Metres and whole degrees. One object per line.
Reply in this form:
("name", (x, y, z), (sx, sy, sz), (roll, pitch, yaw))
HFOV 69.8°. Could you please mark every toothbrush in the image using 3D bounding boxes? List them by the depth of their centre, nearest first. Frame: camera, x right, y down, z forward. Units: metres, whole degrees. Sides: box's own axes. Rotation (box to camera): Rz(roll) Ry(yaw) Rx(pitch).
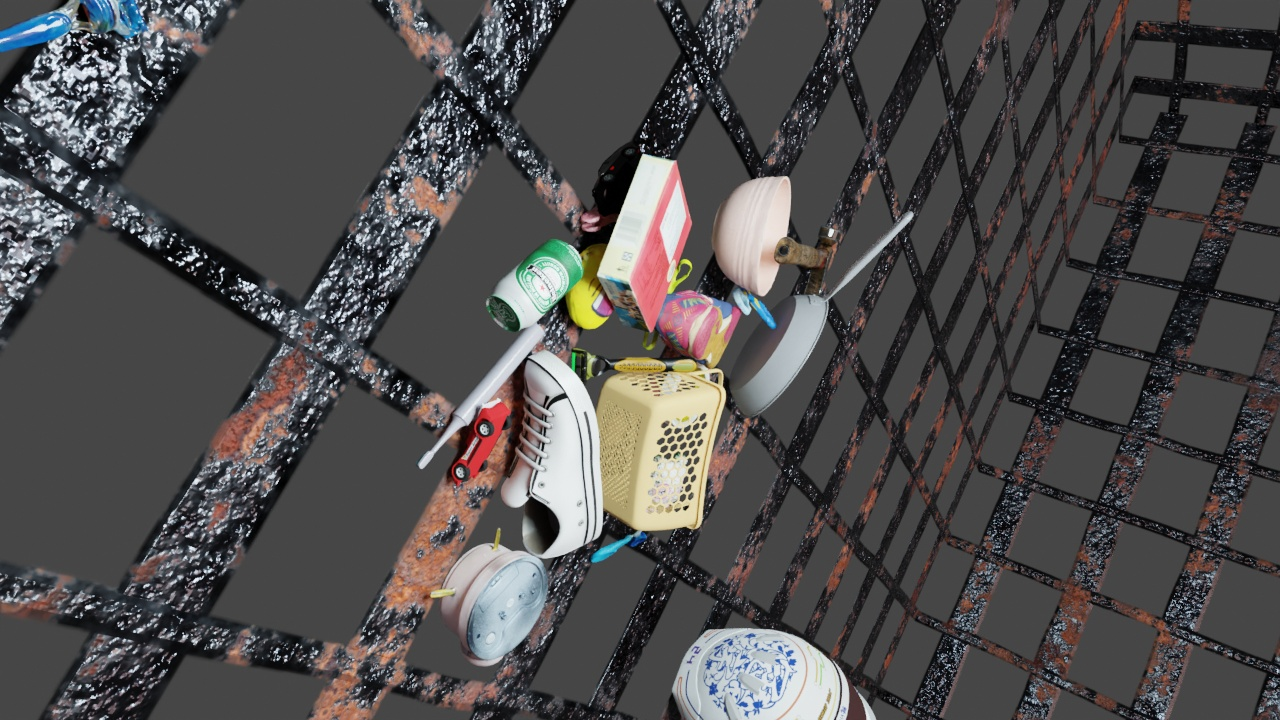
("toothbrush", (-0.158, 0.034, 0.906), (0.187, 0.019, 0.018), (-53, 130, -25))

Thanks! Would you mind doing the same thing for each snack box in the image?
("snack box", (0.008, -0.121, 0.982), (0.145, 0.040, 0.142), (62, 46, -69))

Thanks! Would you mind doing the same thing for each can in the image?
("can", (-0.102, -0.075, 0.899), (0.100, 0.053, 0.053), (-47, 140, -32))

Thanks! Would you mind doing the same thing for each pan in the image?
("pan", (0.231, -0.069, 1.241), (0.357, 0.051, 0.200), (-54, -170, 22))

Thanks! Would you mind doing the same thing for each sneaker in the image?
("sneaker", (-0.107, 0.109, 0.970), (0.097, 0.091, 0.246), (-24, 129, -32))
("sneaker", (0.068, -0.056, 1.147), (0.116, 0.091, 0.241), (-68, 167, 5))

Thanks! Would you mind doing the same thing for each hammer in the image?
("hammer", (0.232, -0.139, 1.297), (0.329, 0.033, 0.120), (-12, 117, -70))

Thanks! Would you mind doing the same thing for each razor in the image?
("razor", (-0.348, -0.183, 0.517), (0.140, 0.018, 0.044), (-42, 138, -36))
("razor", (-0.006, 0.006, 1.038), (0.144, 0.021, 0.044), (0, 113, -9))

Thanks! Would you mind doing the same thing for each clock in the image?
("clock", (-0.156, 0.267, 0.995), (0.116, 0.059, 0.158), (-46, 140, -31))

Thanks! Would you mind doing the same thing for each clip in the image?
("clip", (-0.040, -0.159, 0.975), (0.059, 0.023, 0.045), (-10, 110, -55))

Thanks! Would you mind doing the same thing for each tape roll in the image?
("tape roll", (0.059, 0.044, 1.226), (0.093, 0.019, 0.094), (-30, 130, -44))

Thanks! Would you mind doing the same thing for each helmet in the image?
("helmet", (0.209, 0.545, 1.442), (0.230, 0.315, 0.236), (-52, 131, -32))

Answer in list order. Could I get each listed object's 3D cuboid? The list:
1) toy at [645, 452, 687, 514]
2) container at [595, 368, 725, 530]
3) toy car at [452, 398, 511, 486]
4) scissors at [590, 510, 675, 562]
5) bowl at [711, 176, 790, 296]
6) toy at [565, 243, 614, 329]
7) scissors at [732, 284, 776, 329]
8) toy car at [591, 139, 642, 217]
("toy", (0.029, 0.178, 1.238), (0.095, 0.041, 0.109), (5, 108, -58))
("container", (0.031, 0.101, 1.113), (0.166, 0.129, 0.183), (-7, 113, -44))
("toy car", (-0.159, 0.083, 0.910), (0.090, 0.025, 0.038), (-58, 165, 20))
("scissors", (-0.004, 0.223, 1.184), (0.129, 0.014, 0.118), (-37, 162, 15))
("bowl", (0.136, -0.163, 1.163), (0.153, 0.076, 0.153), (14, 89, -73))
("toy", (-0.048, -0.080, 0.986), (0.095, 0.041, 0.094), (-60, 151, -24))
("scissors", (0.140, -0.086, 1.220), (0.014, 0.125, 0.130), (-37, -167, 17))
("toy car", (-0.026, -0.190, 0.962), (0.091, 0.036, 0.042), (-55, 146, -30))
